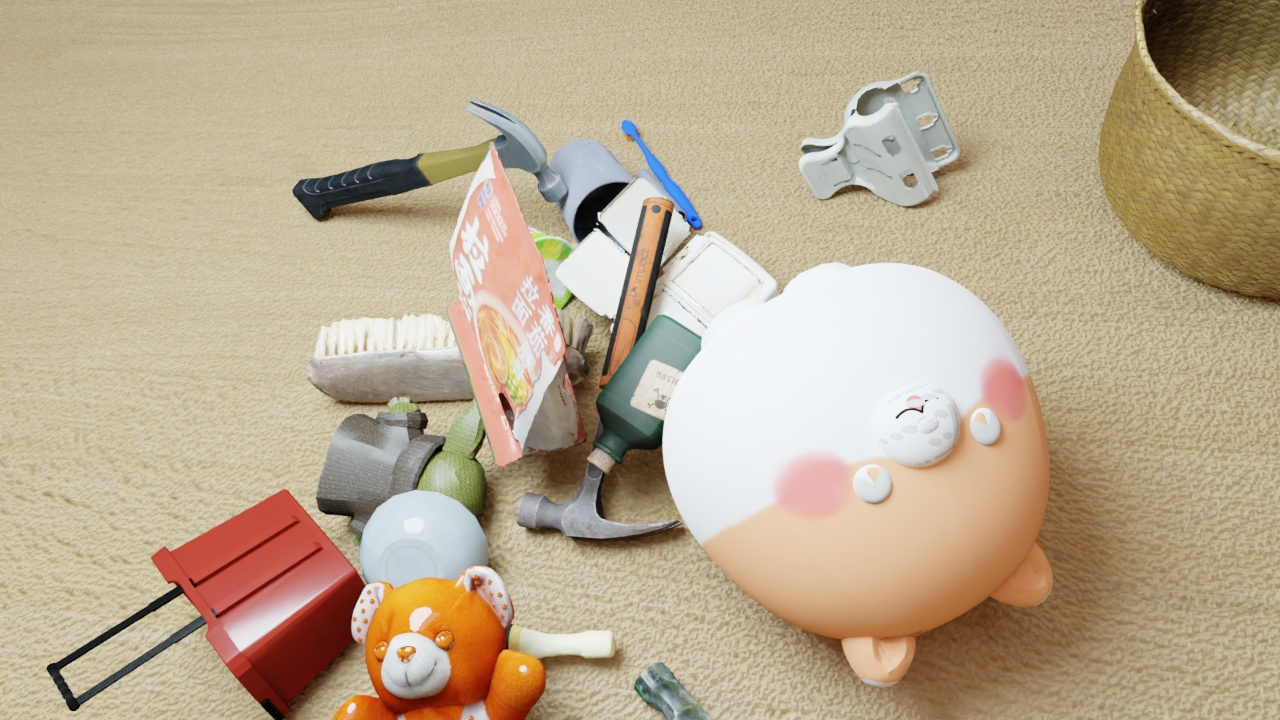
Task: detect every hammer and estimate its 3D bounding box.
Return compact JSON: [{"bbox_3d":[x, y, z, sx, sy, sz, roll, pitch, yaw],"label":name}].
[{"bbox_3d":[-0.066,0.364,0.637,0.318,0.032,0.130,-37,59,-14],"label":"hammer"},{"bbox_3d":[-0.238,-0.193,0.947,0.334,0.118,0.025,-3,48,32],"label":"hammer"},{"bbox_3d":[-0.005,0.005,0.808,0.138,0.035,0.314,10,76,13],"label":"hammer"}]

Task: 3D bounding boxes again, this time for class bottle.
[{"bbox_3d":[0.003,0.034,0.747,0.061,0.061,0.131,34,80,14],"label":"bottle"},{"bbox_3d":[-0.111,0.226,0.725,0.184,0.045,0.045,-3,57,8],"label":"bottle"}]

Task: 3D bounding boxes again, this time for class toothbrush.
[{"bbox_3d":[0.021,-0.205,1.005,0.016,0.018,0.182,-26,59,-8],"label":"toothbrush"}]

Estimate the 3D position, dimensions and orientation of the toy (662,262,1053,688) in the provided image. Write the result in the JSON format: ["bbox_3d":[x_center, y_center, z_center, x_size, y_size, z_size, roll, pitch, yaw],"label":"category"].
[{"bbox_3d":[0.157,0.071,0.655,0.262,0.266,0.280,-25,74,-10],"label":"toy"}]

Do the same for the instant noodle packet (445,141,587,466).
[{"bbox_3d":[-0.088,-0.037,0.697,0.084,0.221,0.164,-14,68,-18],"label":"instant noodle packet"}]

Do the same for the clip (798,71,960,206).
[{"bbox_3d":[0.231,-0.201,0.908,0.152,0.126,0.095,-24,44,21],"label":"clip"}]

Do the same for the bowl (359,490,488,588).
[{"bbox_3d":[-0.180,0.162,0.742,0.106,0.039,0.106,1,101,3],"label":"bowl"}]

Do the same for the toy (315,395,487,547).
[{"bbox_3d":[-0.207,0.103,0.800,0.153,0.078,0.179,14,86,12],"label":"toy"}]

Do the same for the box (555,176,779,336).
[{"bbox_3d":[0.020,-0.073,0.862,0.184,0.050,0.143,41,82,21],"label":"box"}]

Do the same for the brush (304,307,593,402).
[{"bbox_3d":[-0.180,-0.003,0.865,0.271,0.083,0.056,-4,57,8],"label":"brush"}]

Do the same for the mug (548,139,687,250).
[{"bbox_3d":[-0.027,-0.171,0.948,0.123,0.084,0.104,-5,38,-23],"label":"mug"}]

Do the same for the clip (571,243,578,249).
[{"bbox_3d":[-0.051,-0.099,0.932,0.061,0.041,0.024,21,64,27],"label":"clip"}]

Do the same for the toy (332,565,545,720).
[{"bbox_3d":[-0.143,0.240,0.659,0.164,0.093,0.172,-12,87,8],"label":"toy"}]

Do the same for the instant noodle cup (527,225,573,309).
[{"bbox_3d":[-0.132,-0.100,0.919,0.098,0.099,0.108,-40,52,-16],"label":"instant noodle cup"}]

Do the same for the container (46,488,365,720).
[{"bbox_3d":[-0.329,0.212,0.723,0.200,0.127,0.148,-37,59,-26],"label":"container"}]

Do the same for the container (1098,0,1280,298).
[{"bbox_3d":[0.567,-0.211,0.807,0.307,0.197,0.306,-4,58,6],"label":"container"}]
